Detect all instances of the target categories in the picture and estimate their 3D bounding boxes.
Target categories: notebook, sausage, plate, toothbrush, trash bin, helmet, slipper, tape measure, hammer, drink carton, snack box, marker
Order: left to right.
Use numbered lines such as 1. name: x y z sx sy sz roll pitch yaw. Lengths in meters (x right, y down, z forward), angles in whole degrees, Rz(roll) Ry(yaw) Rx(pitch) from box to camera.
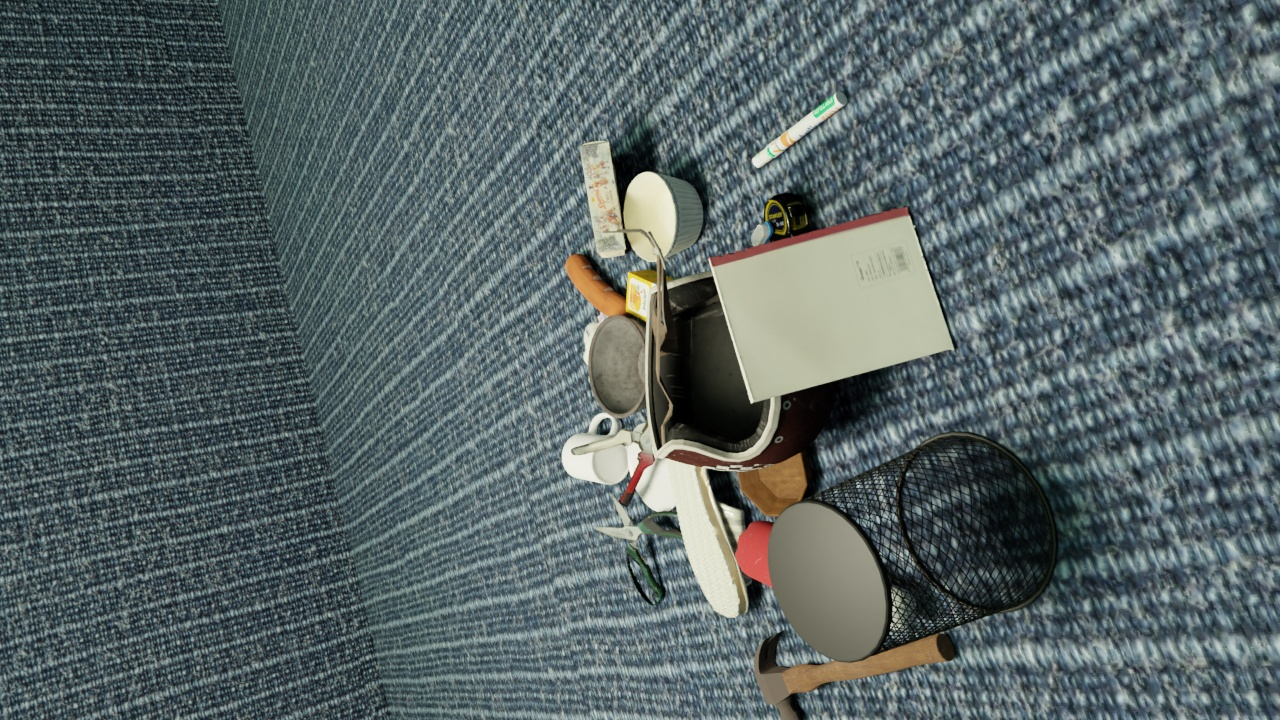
1. sausage: -0.067 -0.110 1.390 0.164 0.044 0.039 47 169 39
2. snack box: -0.049 -0.219 1.273 0.143 0.041 0.147 -91 -8 -85
3. plate: 0.023 0.158 1.360 0.135 0.011 0.135 21 116 52
4. drink carton: 0.032 -0.080 1.255 0.122 0.040 0.059 30 123 49
5. slipper: 0.092 0.209 1.235 0.115 0.054 0.272 -22 85 59
6. helmet: 0.088 0.004 1.005 0.234 0.253 0.233 104 163 -73
7. toothbrush: 0.124 -0.112 1.105 0.167 0.014 0.016 116 138 -57
8. plate: 0.166 0.128 1.129 0.131 0.025 0.131 21 116 52
9. tape measure: 0.167 -0.159 1.038 0.062 0.034 0.061 -165 62 -68
10. marker: 0.173 -0.253 1.018 0.146 0.017 0.017 -29 74 55
11. notebook: 0.187 -0.057 0.902 0.012 0.208 0.153 104 151 -80
12. hammer: 0.241 0.362 1.081 0.324 0.033 0.115 -41 67 52
13. trash bin: 0.245 0.178 0.860 0.184 0.209 0.184 21 116 52

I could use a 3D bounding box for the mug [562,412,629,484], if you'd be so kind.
1. mug: -0.065 0.136 1.442 0.091 0.073 0.110 0 73 56

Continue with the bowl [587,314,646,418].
1. bowl: -0.008 0.008 1.306 0.145 0.067 0.145 4 95 53

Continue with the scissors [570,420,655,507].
1. scissors: -0.020 0.133 1.336 0.179 0.015 0.199 13 119 19

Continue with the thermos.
1. thermos: 0.211 0.248 1.053 0.240 0.073 0.073 13 109 53

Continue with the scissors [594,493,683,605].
1. scissors: 0.019 0.288 1.374 0.202 0.015 0.205 -2 114 39

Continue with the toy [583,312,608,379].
1. toy: -0.064 -0.024 1.416 0.079 0.038 0.123 53 136 46

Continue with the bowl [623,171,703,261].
1. bowl: 0.035 -0.189 1.200 0.115 0.062 0.115 21 116 52
